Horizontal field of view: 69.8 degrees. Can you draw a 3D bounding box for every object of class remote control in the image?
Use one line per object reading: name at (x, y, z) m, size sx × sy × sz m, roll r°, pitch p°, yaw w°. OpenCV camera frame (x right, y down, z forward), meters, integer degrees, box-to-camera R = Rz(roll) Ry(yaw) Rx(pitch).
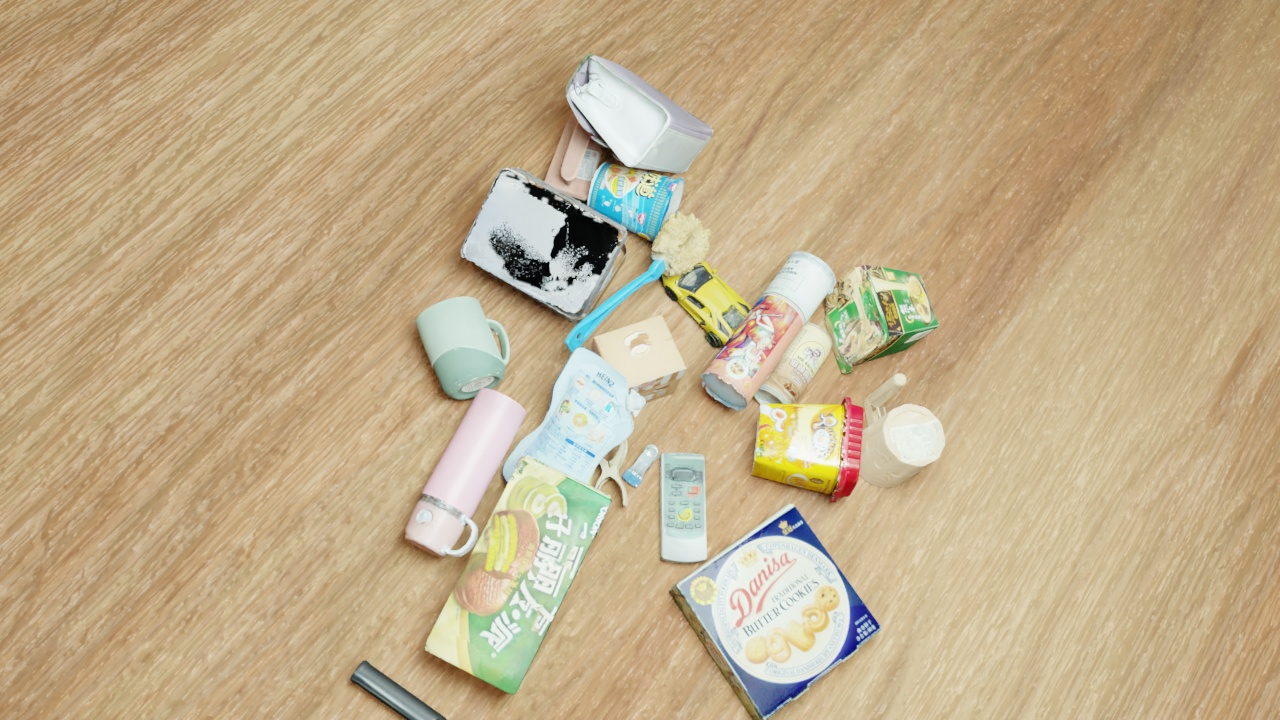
remote control at (0.052, 0.180, 1.125) m, size 0.056 × 0.019 × 0.135 m, roll 3°, pitch 69°, yaw -7°

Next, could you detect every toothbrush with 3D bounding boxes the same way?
toothbrush at (-0.222, 0.397, 0.999) m, size 0.212 × 0.026 × 0.027 m, roll 32°, pitch 107°, yaw 5°

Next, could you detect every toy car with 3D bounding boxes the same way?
toy car at (0.090, -0.081, 1.220) m, size 0.071 × 0.041 × 0.156 m, roll -38°, pitch 78°, yaw -20°

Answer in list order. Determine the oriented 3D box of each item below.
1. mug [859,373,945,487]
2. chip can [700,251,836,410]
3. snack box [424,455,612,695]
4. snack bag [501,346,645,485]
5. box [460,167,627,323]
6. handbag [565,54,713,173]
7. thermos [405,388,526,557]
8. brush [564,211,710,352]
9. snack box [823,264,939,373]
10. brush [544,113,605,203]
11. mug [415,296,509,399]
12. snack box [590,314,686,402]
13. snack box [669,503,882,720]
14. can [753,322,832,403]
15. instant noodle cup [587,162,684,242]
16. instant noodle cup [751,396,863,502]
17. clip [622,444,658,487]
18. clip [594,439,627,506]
mug at (0.319, 0.088, 1.154) m, size 0.084 × 0.104 × 0.124 m, roll -3°, pitch 70°, yaw -9°
chip can at (0.163, -0.038, 1.162) m, size 0.071 × 0.071 × 0.214 m, roll 36°, pitch 70°, yaw 6°
snack box at (-0.133, 0.235, 1.025) m, size 0.114 × 0.063 × 0.240 m, roll 27°, pitch 82°, yaw 2°
snack bag at (-0.079, 0.088, 1.082) m, size 0.110 × 0.038 × 0.191 m, roll 38°, pitch 101°, yaw 19°
box at (-0.116, -0.146, 1.194) m, size 0.181 × 0.157 × 0.149 m, roll 30°, pitch 103°, yaw -1°
handbag at (-0.003, -0.319, 1.215) m, size 0.145 × 0.196 × 0.099 m, roll 47°, pitch 109°, yaw 9°
thermos at (-0.198, 0.134, 1.077) m, size 0.087 × 0.067 × 0.198 m, roll 14°, pitch 64°, yaw 23°
brush at (-0.003, -0.099, 1.170) m, size 0.254 × 0.083 × 0.046 m, roll -43°, pitch 45°, yaw -17°
snack box at (0.322, -0.058, 1.212) m, size 0.105 × 0.118 × 0.117 m, roll -5°, pitch 69°, yaw -21°
brush at (-0.083, -0.288, 1.257) m, size 0.063 × 0.073 × 0.145 m, roll 16°, pitch 66°, yaw -1°
mug at (-0.209, -0.014, 1.136) m, size 0.111 × 0.082 × 0.106 m, roll -9°, pitch 67°, yaw -45°
snack box at (-0.007, 0.007, 1.142) m, size 0.092 × 0.094 × 0.077 m, roll -19°, pitch 73°, yaw -14°
snack box at (0.158, 0.294, 1.083) m, size 0.177 × 0.046 × 0.182 m, roll -31°, pitch 77°, yaw -18°
can at (0.197, 0.010, 1.190) m, size 0.058 × 0.059 × 0.116 m, roll 35°, pitch 69°, yaw 6°
instant noodle cup at (-0.009, -0.217, 1.234) m, size 0.110 × 0.099 × 0.099 m, roll 21°, pitch 67°, yaw 9°
instant noodle cup at (0.204, 0.106, 1.133) m, size 0.124 × 0.116 × 0.116 m, roll 7°, pitch 68°, yaw 6°
clip at (0.002, 0.130, 1.141) m, size 0.024 × 0.028 × 0.056 m, roll 35°, pitch 79°, yaw 8°
clip at (-0.027, 0.127, 1.120) m, size 0.076 × 0.034 × 0.103 m, roll -12°, pitch 72°, yaw 5°
